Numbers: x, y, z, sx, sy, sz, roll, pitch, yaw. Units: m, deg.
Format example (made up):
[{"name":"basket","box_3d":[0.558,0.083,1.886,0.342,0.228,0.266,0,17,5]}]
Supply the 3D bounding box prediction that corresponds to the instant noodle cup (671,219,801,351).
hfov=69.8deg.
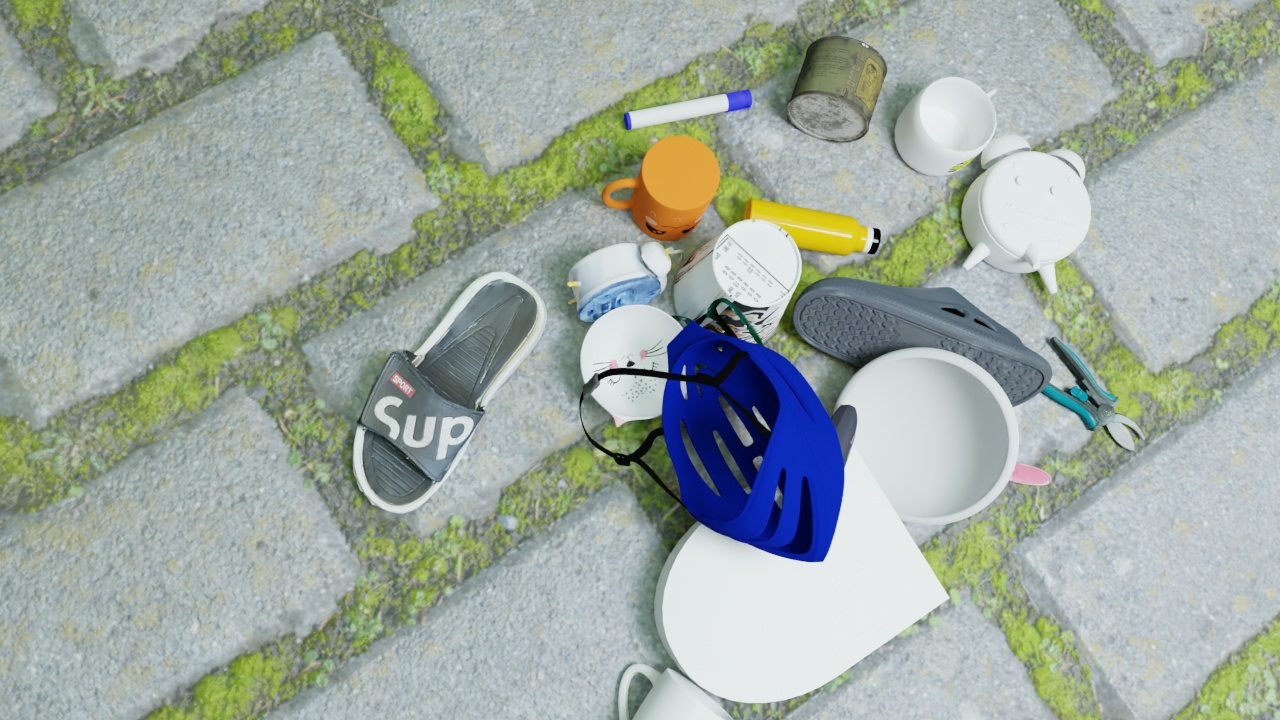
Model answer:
[{"name":"instant noodle cup","box_3d":[0.102,-0.080,0.916,0.123,0.122,0.123,1,79,-7]}]

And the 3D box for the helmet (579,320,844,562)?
[{"name":"helmet","box_3d":[0.061,0.071,0.798,0.227,0.148,0.241,3,52,-41]}]

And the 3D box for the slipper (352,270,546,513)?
[{"name":"slipper","box_3d":[-0.190,0.023,0.894,0.111,0.063,0.263,36,75,1]}]

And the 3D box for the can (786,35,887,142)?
[{"name":"can","box_3d":[0.211,-0.291,0.986,0.090,0.090,0.074,21,77,-3]}]

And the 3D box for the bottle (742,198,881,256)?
[{"name":"bottle","box_3d":[0.183,-0.139,0.977,0.143,0.043,0.043,10,78,-5]}]

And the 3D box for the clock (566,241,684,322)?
[{"name":"clock","box_3d":[-0.013,-0.082,0.921,0.125,0.089,0.052,-19,76,-9]}]

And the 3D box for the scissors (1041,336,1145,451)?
[{"name":"scissors","box_3d":[0.478,0.037,0.993,0.154,0.019,0.126,1,81,-8]}]

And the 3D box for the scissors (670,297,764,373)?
[{"name":"scissors","box_3d":[0.097,0.020,0.933,0.015,0.137,0.210,-48,118,-28]}]

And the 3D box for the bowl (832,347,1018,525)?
[{"name":"bowl","box_3d":[0.285,0.071,0.920,0.177,0.066,0.176,4,100,24]}]

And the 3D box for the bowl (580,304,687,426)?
[{"name":"bowl","box_3d":[-0.006,0.005,0.923,0.114,0.051,0.114,1,79,-7]}]

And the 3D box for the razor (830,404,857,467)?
[{"name":"razor","box_3d":[0.178,0.108,0.879,0.052,0.047,0.142,20,73,22]}]

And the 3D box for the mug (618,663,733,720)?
[{"name":"mug","box_3d":[0.018,0.339,0.857,0.114,0.081,0.087,33,82,32]}]

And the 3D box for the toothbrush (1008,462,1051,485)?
[{"name":"toothbrush","box_3d":[0.370,0.115,0.966,0.135,0.016,0.021,9,69,-5]}]

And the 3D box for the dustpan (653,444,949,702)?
[{"name":"dustpan","box_3d":[0.139,0.217,0.900,0.257,0.053,0.191,-30,84,-12]}]

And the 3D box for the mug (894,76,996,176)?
[{"name":"mug","box_3d":[0.341,-0.261,1.007,0.115,0.068,0.094,-35,85,-12]}]

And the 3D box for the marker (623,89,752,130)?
[{"name":"marker","box_3d":[0.052,-0.273,1.000,0.141,0.020,0.020,-13,81,-9]}]

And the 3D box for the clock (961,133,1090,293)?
[{"name":"clock","box_3d":[0.422,-0.165,0.996,0.125,0.073,0.160,15,78,-4]}]

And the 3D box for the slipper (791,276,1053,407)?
[{"name":"slipper","box_3d":[0.288,-0.027,0.951,0.268,0.111,0.083,21,47,-2]}]

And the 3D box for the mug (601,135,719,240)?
[{"name":"mug","box_3d":[0.016,-0.173,0.937,0.112,0.096,0.077,-3,79,-8]}]
